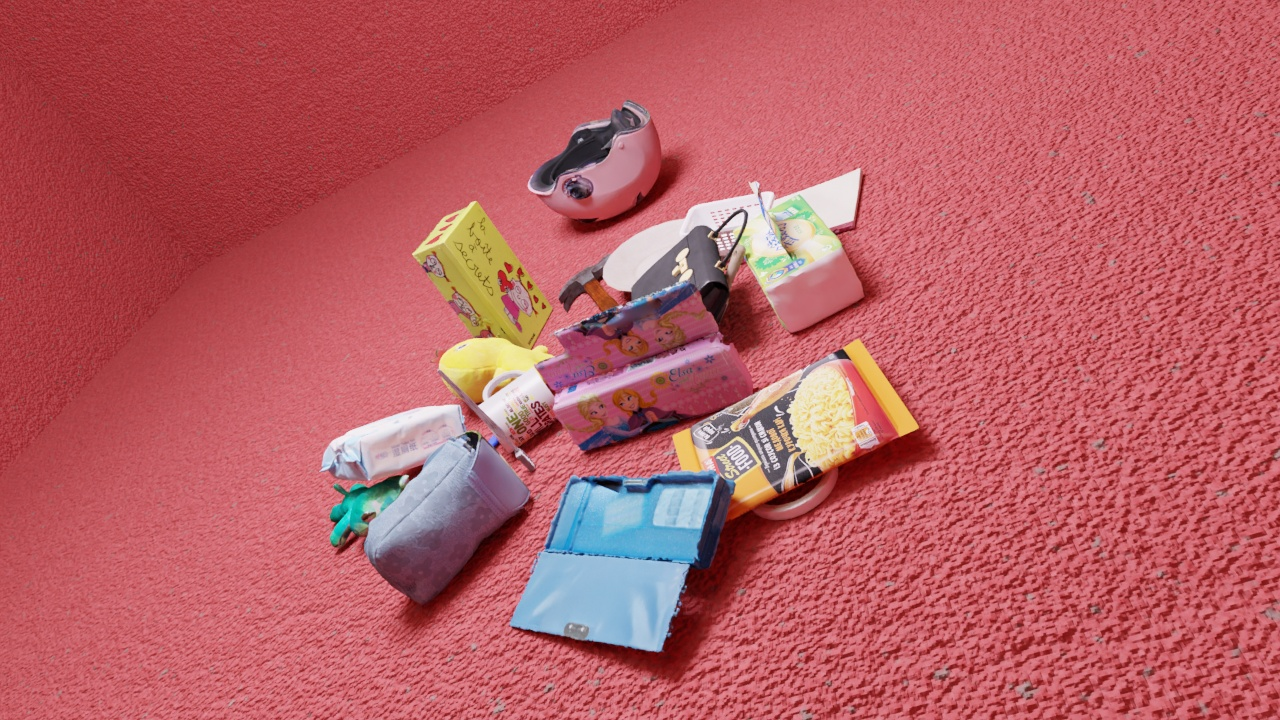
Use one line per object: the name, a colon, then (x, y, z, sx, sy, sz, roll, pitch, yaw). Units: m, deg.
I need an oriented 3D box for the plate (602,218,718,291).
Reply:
plate: (0.036, -0.150, 1.371, 0.189, 0.027, 0.188, -17, 34, 11)

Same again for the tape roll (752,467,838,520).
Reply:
tape roll: (0.143, 0.114, 0.879, 0.093, 0.013, 0.092, -24, 30, 15)

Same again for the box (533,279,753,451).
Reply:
box: (-0.006, 0.011, 1.039, 0.231, 0.159, 0.035, -20, 29, 23)

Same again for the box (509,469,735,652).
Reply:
box: (-0.023, 0.190, 0.885, 0.232, 0.033, 0.174, -8, 52, 49)

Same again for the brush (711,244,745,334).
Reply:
brush: (0.097, -0.072, 1.135, 0.039, 0.012, 0.151, -129, 59, -68)

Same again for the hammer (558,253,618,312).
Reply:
hammer: (-0.048, -0.081, 1.366, 0.111, 0.028, 0.300, -33, 28, -3)

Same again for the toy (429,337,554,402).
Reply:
toy: (-0.204, 0.012, 1.316, 0.208, 0.092, 0.133, -4, 11, 31)

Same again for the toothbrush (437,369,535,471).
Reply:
toothbrush: (-0.182, 0.074, 1.095, 0.010, 0.181, 0.010, -36, 31, 4)

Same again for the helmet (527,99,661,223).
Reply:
helmet: (-0.072, -0.344, 1.670, 0.256, 0.152, 0.229, -28, 31, 12)

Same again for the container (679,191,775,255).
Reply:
container: (0.128, -0.187, 1.290, 0.129, 0.049, 0.080, -6, 38, 26)

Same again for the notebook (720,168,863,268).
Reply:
notebook: (0.210, -0.199, 1.306, 0.209, 0.012, 0.152, -15, 34, 30)

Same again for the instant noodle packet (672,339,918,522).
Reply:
instant noodle packet: (0.141, 0.070, 0.898, 0.221, 0.032, 0.159, -28, 31, 8)

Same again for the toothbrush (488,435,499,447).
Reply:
toothbrush: (-0.193, 0.100, 1.236, 0.016, 0.018, 0.182, 18, 52, 25)

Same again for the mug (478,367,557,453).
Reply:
mug: (-0.163, 0.055, 1.203, 0.089, 0.073, 0.105, -36, 54, -5)

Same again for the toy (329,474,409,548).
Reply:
toy: (-0.368, 0.190, 1.227, 0.194, 0.072, 0.130, -8, 36, 53)

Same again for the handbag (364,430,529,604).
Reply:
handbag: (-0.227, 0.175, 1.055, 0.191, 0.122, 0.119, -48, 32, -17)

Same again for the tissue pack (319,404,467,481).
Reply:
tissue pack: (-0.331, 0.111, 1.235, 0.181, 0.070, 0.112, -18, 7, -38)

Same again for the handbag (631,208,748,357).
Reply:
handbag: (0.074, -0.107, 1.147, 0.196, 0.072, 0.175, -52, 20, 25)

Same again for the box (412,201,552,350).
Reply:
box: (-0.240, -0.120, 1.418, 0.081, 0.221, 0.124, -14, 31, 29)

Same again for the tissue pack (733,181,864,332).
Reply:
tissue pack: (0.175, -0.146, 1.118, 0.120, 0.141, 0.197, -31, 28, 3)
